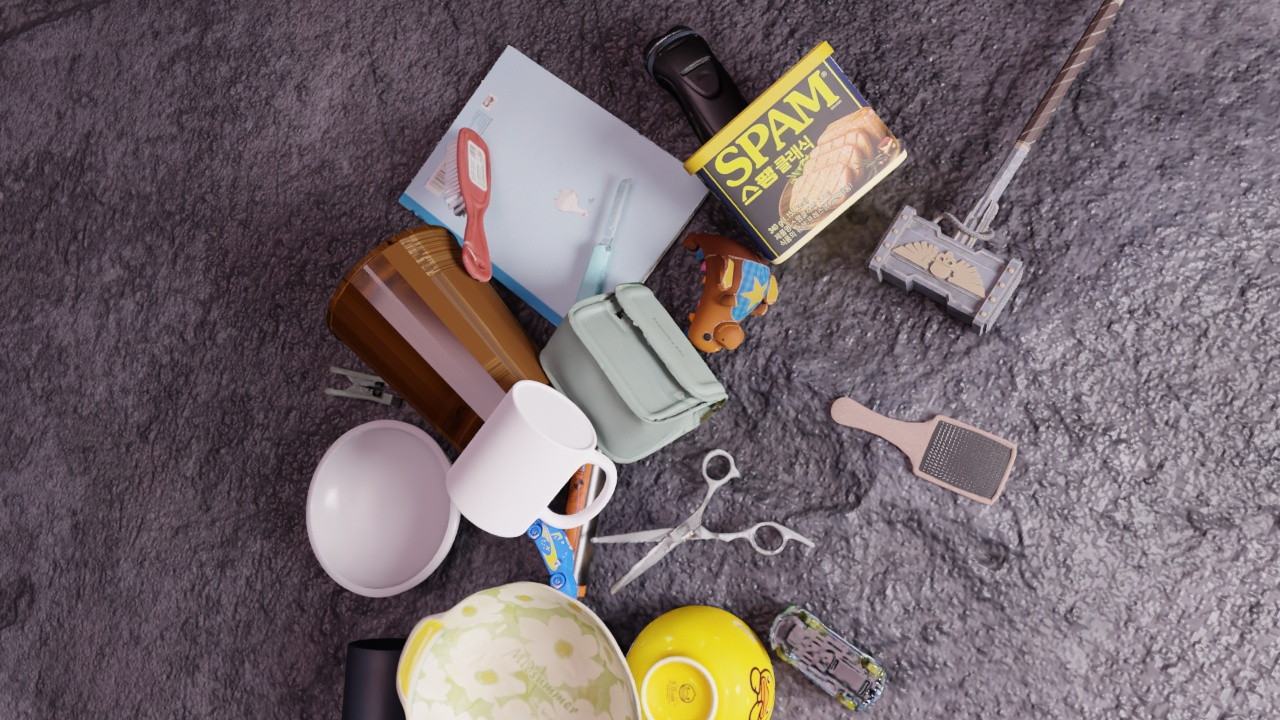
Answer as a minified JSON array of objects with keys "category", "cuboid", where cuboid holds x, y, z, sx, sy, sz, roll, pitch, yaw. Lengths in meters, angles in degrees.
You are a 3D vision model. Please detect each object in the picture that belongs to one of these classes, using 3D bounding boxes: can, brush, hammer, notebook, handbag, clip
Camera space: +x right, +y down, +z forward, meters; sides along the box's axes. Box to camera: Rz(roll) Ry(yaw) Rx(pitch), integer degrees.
[{"category":"can","cuboid":[0.117,-0.155,0.702,0.135,0.075,0.104,-40,97,8]},{"category":"brush","cuboid":[-0.149,-0.131,0.787,0.030,0.041,0.172,-27,52,24]},{"category":"brush","cuboid":[0.206,0.059,0.684,0.136,0.015,0.050,23,88,21]},{"category":"hammer","cuboid":[0.296,-0.181,0.678,0.098,0.044,0.322,33,92,20]},{"category":"notebook","cuboid":[-0.083,-0.149,0.819,0.253,0.009,0.181,39,94,20]},{"category":"hammer","cuboid":[-0.067,0.162,0.750,0.138,0.035,0.314,8,83,19]},{"category":"handbag","cuboid":[-0.004,0.004,0.717,0.122,0.105,0.067,54,139,17]},{"category":"clip","cuboid":[-0.254,0.024,0.841,0.076,0.023,0.042,10,83,18]}]

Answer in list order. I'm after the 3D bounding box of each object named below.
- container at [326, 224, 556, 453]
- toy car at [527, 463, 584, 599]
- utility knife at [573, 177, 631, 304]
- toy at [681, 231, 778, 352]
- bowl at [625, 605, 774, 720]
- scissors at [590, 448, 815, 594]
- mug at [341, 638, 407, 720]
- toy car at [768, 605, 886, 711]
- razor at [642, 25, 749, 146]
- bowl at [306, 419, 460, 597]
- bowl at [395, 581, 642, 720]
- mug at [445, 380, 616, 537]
[{"category":"container","cuboid":[-0.154,-0.007,0.763,0.132,0.132,0.167,-46,76,6]},{"category":"toy car","cuboid":[-0.052,0.135,0.718,0.062,0.033,0.092,-29,67,-2]},{"category":"utility knife","cuboid":[-0.037,-0.078,0.777,0.022,0.015,0.165,17,89,19]},{"category":"toy","cuboid":[0.056,-0.057,0.745,0.103,0.070,0.090,38,108,43]},{"category":"bowl","cuboid":[0.037,0.245,0.682,0.117,0.067,0.117,-3,80,18]},{"category":"scissors","cuboid":[0.048,0.139,0.710,0.158,0.014,0.141,27,75,16]},{"category":"mug","cuboid":[-0.194,0.273,0.748,0.105,0.071,0.077,-4,79,33]},{"category":"toy car","cuboid":[0.136,0.217,0.674,0.090,0.027,0.039,34,95,20]},{"category":"razor","cuboid":[0.056,-0.212,0.766,0.053,0.064,0.140,-32,86,-6]},{"category":"bowl","cuboid":[-0.216,0.128,0.799,0.150,0.043,0.149,-3,80,18]},{"category":"bowl","cuboid":[-0.078,0.260,0.681,0.219,0.060,0.188,21,89,23]},{"category":"mug","cuboid":[-0.073,0.082,0.680,0.110,0.073,0.091,33,111,-16]}]
